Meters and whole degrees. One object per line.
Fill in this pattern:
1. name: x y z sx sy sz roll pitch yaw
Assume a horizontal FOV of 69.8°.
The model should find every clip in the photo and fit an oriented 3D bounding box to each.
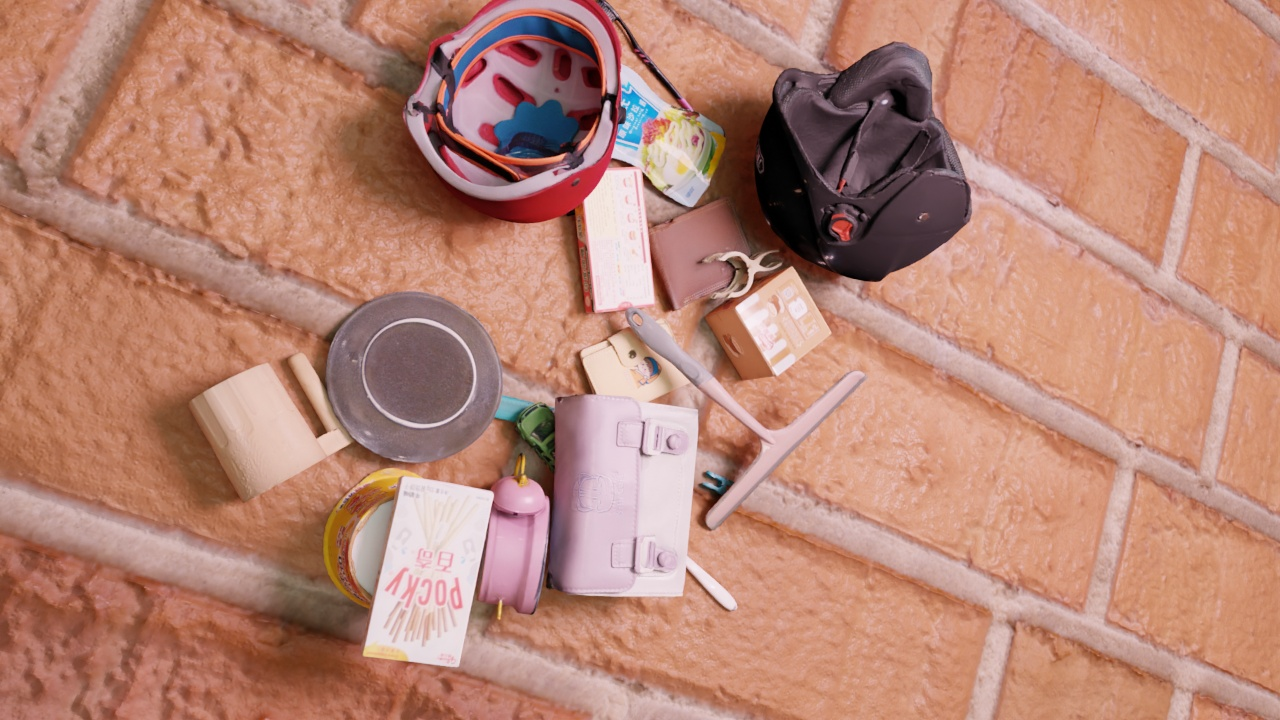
1. clip: 0.096 0.145 1.062 0.056 0.014 0.043 29 75 -20
2. clip: 0.119 -0.094 1.059 0.103 0.035 0.092 6 87 -35

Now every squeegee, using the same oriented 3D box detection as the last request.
1. squeegee: 0.077 0.029 1.005 0.249 0.040 0.248 42 100 -5

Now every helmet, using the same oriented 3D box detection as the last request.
1. helmet: -0.114 -0.244 0.935 0.207 0.144 0.239 20 71 10
2. helmet: 0.242 -0.212 1.041 0.274 0.231 0.233 15 49 -18

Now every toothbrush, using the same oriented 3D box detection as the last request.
1. toothbrush: 0.010 -0.345 1.072 0.017 0.014 0.189 -44 103 -10
2. toothbrush: 0.049 0.222 1.033 0.180 0.016 0.016 46 72 -13

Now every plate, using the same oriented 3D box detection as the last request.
1. plate: -0.222 0.014 0.920 0.179 0.024 0.179 7 74 -24

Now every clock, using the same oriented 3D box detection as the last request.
1. clock: -0.125 0.171 0.913 0.060 0.117 0.158 10 83 -10

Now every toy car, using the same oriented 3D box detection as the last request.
1. toy car: -0.093 0.086 0.968 0.043 0.036 0.091 -41 109 -8

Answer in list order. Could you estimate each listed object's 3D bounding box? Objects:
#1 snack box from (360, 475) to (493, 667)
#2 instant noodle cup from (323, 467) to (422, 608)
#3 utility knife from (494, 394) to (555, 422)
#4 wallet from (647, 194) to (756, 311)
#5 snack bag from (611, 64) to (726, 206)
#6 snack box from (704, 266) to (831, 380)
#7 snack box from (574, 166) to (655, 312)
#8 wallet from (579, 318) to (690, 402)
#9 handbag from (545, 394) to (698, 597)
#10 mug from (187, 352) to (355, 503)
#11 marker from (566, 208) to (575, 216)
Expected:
1. snack box: -0.187 0.186 0.812 0.084 0.027 0.156 14 79 -20
2. instant noodle cup: -0.227 0.177 0.871 0.138 0.110 0.138 2 83 -21
3. utility knife: -0.109 0.058 0.984 0.216 0.013 0.029 15 82 -21
4. wallet: 0.069 -0.124 1.067 0.124 0.032 0.101 -26 98 -22
5. snack bag: 0.003 -0.264 1.049 0.191 0.039 0.110 27 86 -17
6. snack box: 0.147 -0.041 1.065 0.094 0.077 0.093 -36 99 -22
7. snack box: -0.030 -0.133 1.015 0.077 0.027 0.156 -8 95 -28
8. wallet: -0.006 0.006 1.027 0.115 0.024 0.087 -24 93 -22
9. handbag: -0.020 0.138 0.938 0.144 0.099 0.197 8 83 -32
10. mug: -0.341 0.058 0.858 0.124 0.084 0.103 -34 98 -47
11. marker: -0.091 -0.225 1.014 0.022 0.020 0.132 -18 92 2
